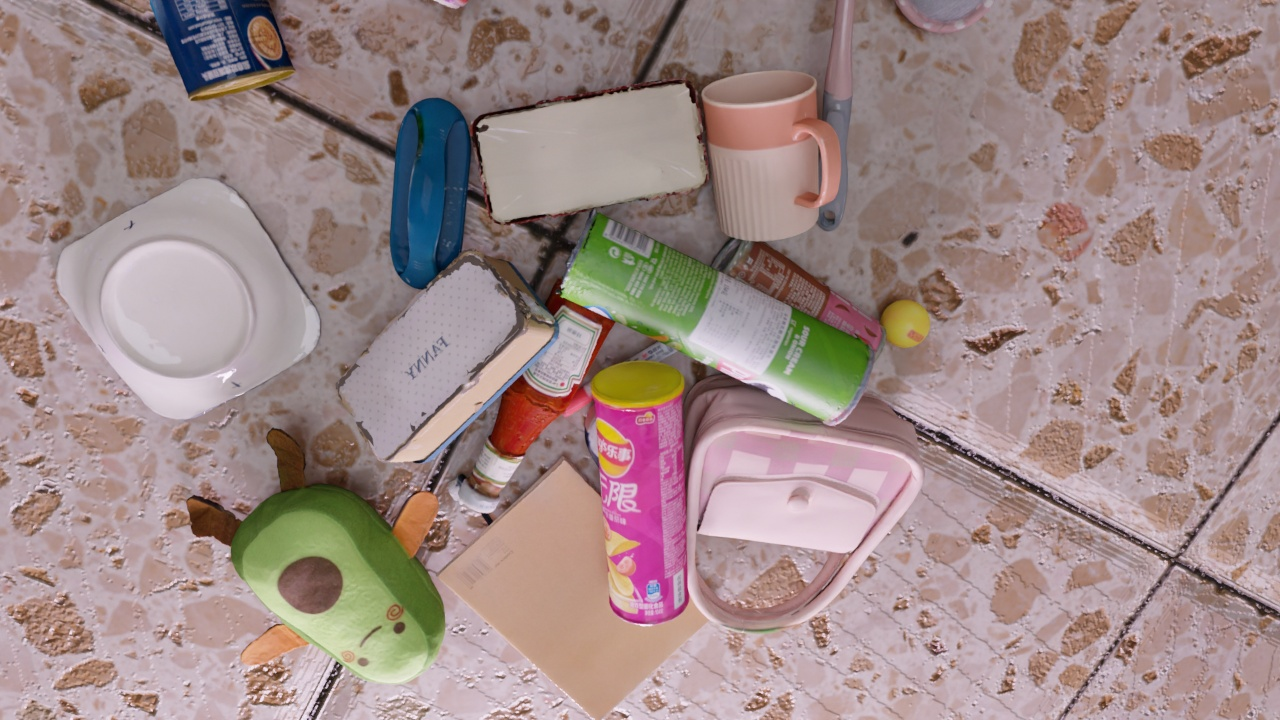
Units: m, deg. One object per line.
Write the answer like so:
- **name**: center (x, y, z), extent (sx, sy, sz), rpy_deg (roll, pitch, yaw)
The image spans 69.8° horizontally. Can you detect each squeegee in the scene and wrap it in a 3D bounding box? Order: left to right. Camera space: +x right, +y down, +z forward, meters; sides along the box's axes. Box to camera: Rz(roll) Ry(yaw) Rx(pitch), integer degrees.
- **squeegee**: center (0.150, -0.211, 0.687), extent (0.248, 0.040, 0.250), rpy_deg (7, 119, 15)

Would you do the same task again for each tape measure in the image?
- **tape measure**: center (-0.014, 0.061, 0.774), extent (0.066, 0.033, 0.066), rpy_deg (-26, 109, 0)

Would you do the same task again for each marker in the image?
- **marker**: center (-0.005, 0.004, 0.767), extent (0.145, 0.017, 0.017), rpy_deg (-31, 107, 3)

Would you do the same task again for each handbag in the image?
- **handbag**: center (0.117, 0.135, 0.791), extent (0.193, 0.093, 0.234), rpy_deg (10, 112, -8)

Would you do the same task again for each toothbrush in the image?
- **toothbrush**: center (-0.114, 0.174, 0.806), extent (0.018, 0.015, 0.181), rpy_deg (-30, 106, 9)

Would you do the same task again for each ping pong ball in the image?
- **ping pong ball**: center (0.221, -0.031, 0.767), extent (0.040, 0.040, 0.040), rpy_deg (-2, 106, -6)

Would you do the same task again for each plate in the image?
- **plate**: center (-0.352, -0.042, 0.710), extent (0.164, 0.034, 0.163), rpy_deg (-29, 107, 2)

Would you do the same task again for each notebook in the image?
- **notebook**: center (-0.053, 0.207, 0.811), extent (0.149, 0.012, 0.211), rpy_deg (-42, 107, -1)

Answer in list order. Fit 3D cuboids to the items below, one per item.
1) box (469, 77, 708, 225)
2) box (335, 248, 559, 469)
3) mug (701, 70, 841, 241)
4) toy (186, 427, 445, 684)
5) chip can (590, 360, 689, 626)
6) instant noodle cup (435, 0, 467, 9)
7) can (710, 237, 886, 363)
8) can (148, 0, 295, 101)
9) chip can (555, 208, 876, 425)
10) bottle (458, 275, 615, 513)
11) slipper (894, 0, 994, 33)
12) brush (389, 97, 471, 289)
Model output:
- **box**: center (-0.037, -0.154, 0.687), extent (0.168, 0.076, 0.091), rpy_deg (-11, 106, -2)
- **box**: center (-0.154, 0.004, 0.705), extent (0.184, 0.060, 0.090), rpy_deg (-41, 73, 17)
- **mug**: center (0.101, -0.148, 0.676), extent (0.081, 0.114, 0.106), rpy_deg (-27, 126, -27)
- **toy**: center (-0.253, 0.175, 0.754), extent (0.227, 0.089, 0.247), rpy_deg (-40, 102, 15)
- **chip can**: center (0.002, 0.109, 0.737), extent (0.071, 0.071, 0.211), rpy_deg (-5, 116, -5)
- **instant noodle cup**: center (-0.139, -0.304, 0.621), extent (0.111, 0.111, 0.099), rpy_deg (27, 109, -13)
- **can**: center (0.126, -0.043, 0.745), extent (0.147, 0.058, 0.058), rpy_deg (33, 100, -14)
- **can**: center (-0.296, -0.245, 0.634), extent (0.075, 0.075, 0.111), rpy_deg (-17, 107, -1)
- **chip can**: center (0.056, -0.032, 0.684), extent (0.236, 0.072, 0.072), rpy_deg (25, 102, -8)
- **bottle**: center (-0.088, 0.031, 0.744), extent (0.059, 0.059, 0.206), rpy_deg (27, 102, -13)
- **slipper**: center (0.192, -0.371, 0.658), extent (0.114, 0.054, 0.274), rpy_deg (-25, 108, 2)
- **brush**: center (-0.157, -0.122, 0.685), extent (0.055, 0.073, 0.144), rpy_deg (6, 105, -11)
